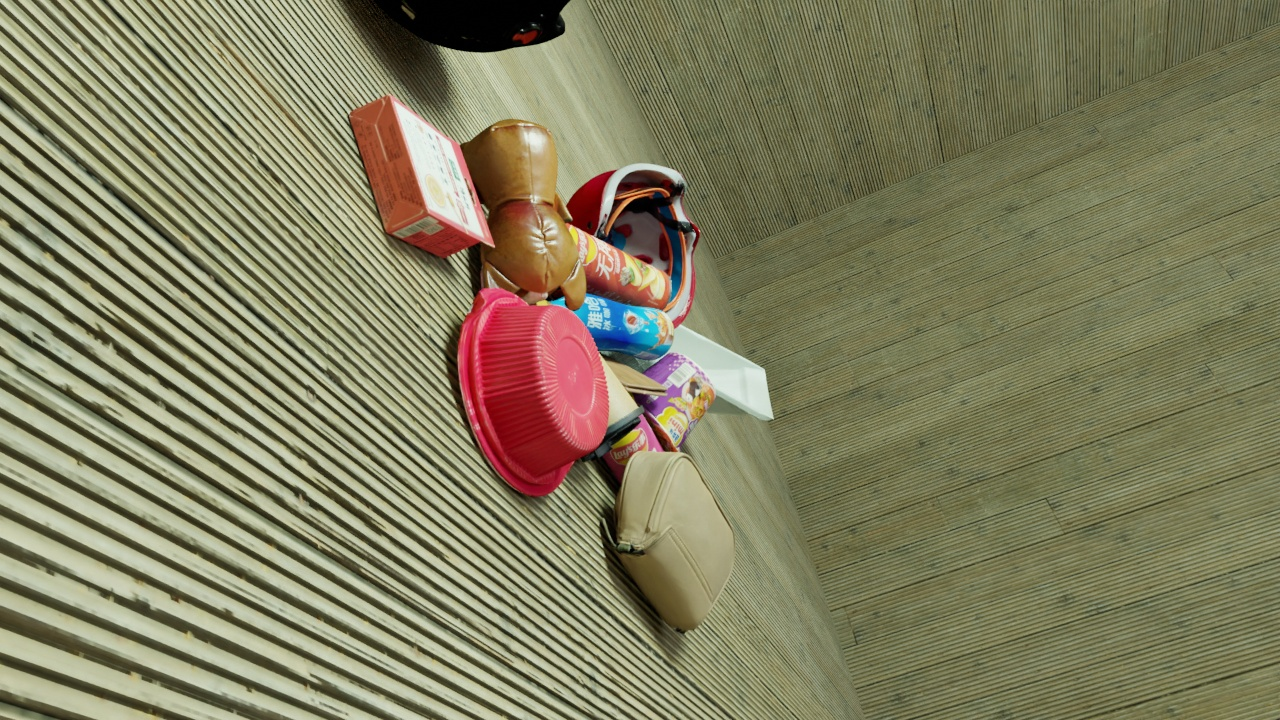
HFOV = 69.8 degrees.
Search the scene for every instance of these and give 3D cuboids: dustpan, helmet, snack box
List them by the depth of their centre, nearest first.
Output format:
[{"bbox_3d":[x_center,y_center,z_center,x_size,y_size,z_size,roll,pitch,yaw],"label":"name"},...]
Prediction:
[{"bbox_3d":[-0.189,-0.154,0.805,0.127,0.044,0.113,23,46,-73],"label":"snack box"},{"bbox_3d":[-0.176,-0.428,0.928,0.275,0.230,0.233,61,3,-69],"label":"helmet"},{"bbox_3d":[-0.025,-0.158,1.304,0.206,0.144,0.240,-37,122,-38],"label":"helmet"},{"bbox_3d":[0.072,-0.016,1.418,0.222,0.258,0.143,-78,168,-70],"label":"dustpan"}]

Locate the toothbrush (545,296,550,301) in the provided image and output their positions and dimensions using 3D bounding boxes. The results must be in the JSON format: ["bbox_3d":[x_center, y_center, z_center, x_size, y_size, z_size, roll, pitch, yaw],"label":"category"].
[{"bbox_3d":[-0.103,-0.046,1.106,0.189,0.016,0.014,65,17,-4],"label":"toothbrush"}]

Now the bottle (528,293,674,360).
[{"bbox_3d":[-0.050,-0.043,1.071,0.218,0.065,0.065,9,56,-48],"label":"bottle"}]

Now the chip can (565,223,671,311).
[{"bbox_3d":[-0.052,-0.112,1.131,0.216,0.073,0.073,22,44,-47],"label":"chip can"}]

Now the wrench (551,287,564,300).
[{"bbox_3d":[-0.084,-0.075,1.114,0.273,0.056,0.016,64,35,-75],"label":"wrench"}]

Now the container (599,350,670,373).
[{"bbox_3d":[-0.007,0.007,1.230,0.111,0.090,0.089,51,16,-23],"label":"container"}]

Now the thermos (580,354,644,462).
[{"bbox_3d":[-0.062,0.031,0.968,0.143,0.093,0.093,59,11,1],"label":"thermos"}]

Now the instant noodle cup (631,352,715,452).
[{"bbox_3d":[0.033,0.051,1.142,0.111,0.099,0.112,38,-23,19],"label":"instant noodle cup"}]

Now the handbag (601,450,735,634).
[{"bbox_3d":[0.032,0.201,1.037,0.204,0.100,0.147,61,39,-35],"label":"handbag"}]

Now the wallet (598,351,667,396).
[{"bbox_3d":[-0.035,0.013,1.061,0.115,0.020,0.101,25,7,27],"label":"wallet"}]

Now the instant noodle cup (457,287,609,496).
[{"bbox_3d":[-0.084,0.021,0.822,0.194,0.066,0.193,47,35,-49],"label":"instant noodle cup"}]

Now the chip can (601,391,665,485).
[{"bbox_3d":[0.000,0.127,1.104,0.071,0.071,0.211,-97,162,-52],"label":"chip can"}]

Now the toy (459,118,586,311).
[{"bbox_3d":[-0.128,-0.141,0.940,0.131,0.140,0.199,-42,-118,57],"label":"toy"}]
